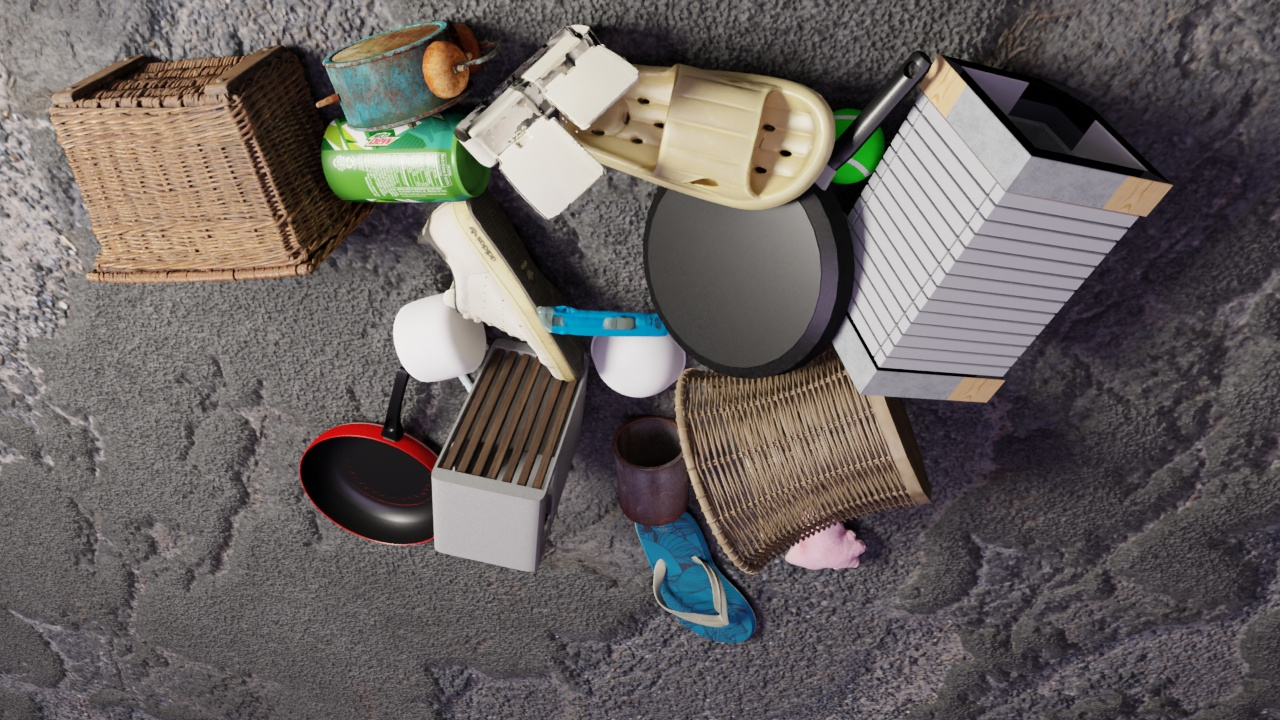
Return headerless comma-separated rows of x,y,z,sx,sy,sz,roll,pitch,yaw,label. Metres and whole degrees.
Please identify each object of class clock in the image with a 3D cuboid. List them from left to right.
-0.196,-0.252,0.817,0.158,0.121,0.073,-9,122,12,clock

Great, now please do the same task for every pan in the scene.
-0.325,0.116,1.181,0.209,0.067,0.357,22,130,-5,pan
0.125,-0.130,0.817,0.225,0.034,0.358,54,132,15,pan

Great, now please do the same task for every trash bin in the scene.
-0.139,0.099,1.018,0.114,0.228,0.115,12,130,3,trash bin
0.277,-0.101,0.786,0.142,0.142,0.248,4,134,-23,trash bin

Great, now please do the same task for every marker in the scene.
-0.216,0.021,1.114,0.011,0.011,0.152,-15,124,23,marker

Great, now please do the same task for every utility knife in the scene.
-0.014,-0.040,0.965,0.195,0.015,0.031,0,105,-24,utility knife

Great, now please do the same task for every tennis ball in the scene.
0.183,-0.190,0.815,0.065,0.065,0.065,6,130,7,tennis ball

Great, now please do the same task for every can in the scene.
-0.224,-0.194,0.883,0.144,0.082,0.083,3,130,17,can

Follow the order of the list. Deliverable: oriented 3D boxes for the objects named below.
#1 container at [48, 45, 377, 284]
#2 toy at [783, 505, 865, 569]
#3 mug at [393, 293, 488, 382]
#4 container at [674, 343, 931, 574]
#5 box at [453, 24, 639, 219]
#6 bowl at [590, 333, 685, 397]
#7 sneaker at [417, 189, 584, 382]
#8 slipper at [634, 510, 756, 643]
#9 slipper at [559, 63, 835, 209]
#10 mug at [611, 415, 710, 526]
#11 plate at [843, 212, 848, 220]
-0.423,-0.193,0.894,0.250,0.161,0.183,-1,125,12,container
0.236,0.230,1.159,0.093,0.050,0.103,15,127,5,toy
-0.217,-0.024,1.032,0.068,0.094,0.115,-13,162,20,mug
0.172,0.083,0.952,0.196,0.226,0.227,-21,122,19,container
-0.078,-0.207,0.766,0.145,0.185,0.066,-41,137,3,box
-0.006,0.006,1.035,0.110,0.040,0.110,6,130,8,bowl
-0.151,-0.063,0.978,0.102,0.088,0.241,-23,117,18,sneaker
0.069,0.313,1.261,0.118,0.060,0.295,-10,126,24,slipper
0.031,-0.197,0.784,0.262,0.079,0.111,18,108,25,slipper
0.029,0.129,1.109,0.122,0.096,0.110,-16,136,-14,mug
0.127,-0.097,0.936,0.189,0.016,0.189,6,130,8,plate
